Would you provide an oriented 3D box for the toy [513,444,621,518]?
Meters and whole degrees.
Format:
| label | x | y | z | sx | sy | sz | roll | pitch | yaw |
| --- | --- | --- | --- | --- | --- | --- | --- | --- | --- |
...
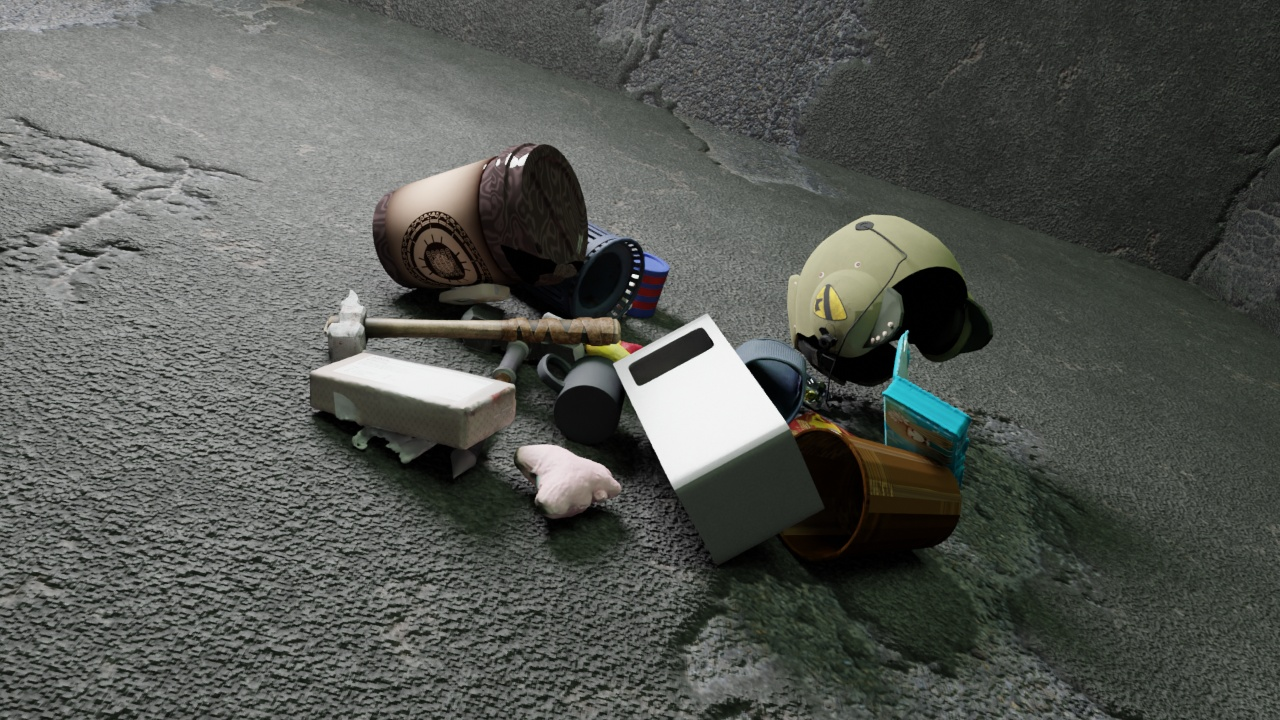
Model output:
| label | x | y | z | sx | sy | sz | roll | pitch | yaw |
| --- | --- | --- | --- | --- | --- | --- | --- | --- | --- |
| toy | -0.065 | 0.115 | 0.867 | 0.095 | 0.053 | 0.099 | 6 | 26 | -31 |

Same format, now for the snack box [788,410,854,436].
| label | x | y | z | sx | sy | sz | roll | pitch | yaw |
| --- | --- | --- | --- | --- | --- | --- | --- | --- | --- |
| snack box | 0.214 | 0.105 | 1.130 | 0.089 | 0.021 | 0.132 | 32 | 27 | 27 |

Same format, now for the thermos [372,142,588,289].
| label | x | y | z | sx | sy | sz | roll | pitch | yaw |
| --- | --- | --- | --- | --- | --- | --- | --- | --- | --- |
| thermos | -0.202 | -0.167 | 1.140 | 0.227 | 0.173 | 0.172 | -6 | 15 | 24 |

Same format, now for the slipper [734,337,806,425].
| label | x | y | z | sx | sy | sz | roll | pitch | yaw |
| --- | --- | --- | --- | --- | --- | --- | --- | --- | --- |
| slipper | 0.144 | 0.037 | 1.082 | 0.101 | 0.083 | 0.262 | 22 | 41 | 3 |

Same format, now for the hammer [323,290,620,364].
| label | x | y | z | sx | sy | sz | roll | pitch | yaw |
| --- | --- | --- | --- | --- | --- | --- | --- | --- | --- |
| hammer | -0.182 | -0.035 | 1.011 | 0.318 | 0.049 | 0.121 | 1 | 29 | -7 |

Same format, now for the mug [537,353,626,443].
| label | x | y | z | sx | sy | sz | roll | pitch | yaw |
| --- | --- | --- | --- | --- | --- | --- | --- | --- | --- |
| mug | -0.067 | 0.032 | 1.001 | 0.105 | 0.071 | 0.077 | 37 | 22 | -11 |

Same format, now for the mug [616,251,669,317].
| label | x | y | z | sx | sy | sz | roll | pitch | yaw |
| --- | --- | --- | --- | --- | --- | --- | --- | --- | --- |
| mug | -0.009 | -0.108 | 1.343 | 0.075 | 0.076 | 0.111 | 23 | 25 | 8 |

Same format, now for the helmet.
| label | x | y | z | sx | sy | sz | roll | pitch | yaw |
| --- | --- | --- | --- | --- | --- | --- | --- | --- | --- |
| helmet | 0.309 | -0.060 | 1.217 | 0.249 | 0.256 | 0.233 | 3 | 31 | -33 |

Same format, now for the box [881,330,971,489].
| label | x | y | z | sx | sy | sz | roll | pitch | yaw |
| --- | --- | --- | --- | --- | --- | --- | --- | --- | --- |
| box | 0.314 | 0.068 | 1.064 | 0.083 | 0.227 | 0.172 | -22 | 59 | 4 |

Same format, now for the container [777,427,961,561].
| label | x | y | z | sx | sy | sz | roll | pitch | yaw |
| --- | --- | --- | --- | --- | --- | --- | --- | --- | --- |
| container | 0.240 | 0.143 | 0.957 | 0.167 | 0.132 | 0.132 | 9 | 26 | -34 |

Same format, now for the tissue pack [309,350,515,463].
| label | x | y | z | sx | sy | sz | roll | pitch | yaw |
| --- | --- | --- | --- | --- | --- | --- | --- | --- | --- |
| tissue pack | -0.222 | 0.044 | 0.879 | 0.181 | 0.071 | 0.103 | 14 | 20 | 18 |

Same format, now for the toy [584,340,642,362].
| label | x | y | z | sx | sy | sz | roll | pitch | yaw |
| --- | --- | --- | --- | --- | --- | --- | --- | --- | --- |
| toy | -0.007 | 0.007 | 1.126 | 0.137 | 0.067 | 0.105 | 24 | -1 | 3 |

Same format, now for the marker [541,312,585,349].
| label | x | y | z | sx | sy | sz | roll | pitch | yaw |
| --- | --- | --- | --- | --- | --- | --- | --- | --- | --- |
| marker | -0.070 | -0.027 | 1.192 | 0.126 | 0.025 | 0.025 | 23 | 25 | 9 |

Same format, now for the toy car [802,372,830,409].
| label | x | y | z | sx | sy | sz | roll | pitch | yaw |
| --- | --- | --- | --- | --- | --- | --- | --- | --- | --- |
| toy car | 0.215 | 0.028 | 1.269 | 0.105 | 0.033 | 0.047 | 41 | 33 | 9 |

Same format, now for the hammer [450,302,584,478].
| label | x | y | z | sx | sy | sz | roll | pitch | yaw |
| --- | --- | --- | --- | --- | --- | --- | --- | --- | --- |
| hammer | -0.156 | 0.036 | 0.988 | 0.156 | 0.043 | 0.321 | 18 | 27 | -3 |

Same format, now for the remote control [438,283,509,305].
| label | x | y | z | sx | sy | sz | roll | pitch | yaw |
| --- | --- | --- | --- | --- | --- | --- | --- | --- | --- |
| remote control | -0.207 | -0.080 | 1.140 | 0.038 | 0.018 | 0.126 | 6 | -5 | -39 |

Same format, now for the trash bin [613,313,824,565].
| label | x | y | z | sx | sy | sz | roll | pitch | yaw |
| --- | --- | --- | --- | --- | --- | --- | --- | --- | --- |
| trash bin | 0.072 | 0.071 | 0.925 | 0.114 | 0.114 | 0.228 | -28 | 34 | 0 |

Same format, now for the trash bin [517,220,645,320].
| label | x | y | z | sx | sy | sz | roll | pitch | yaw |
| --- | --- | --- | --- | --- | --- | --- | --- | --- | --- |
| trash bin | -0.131 | -0.155 | 1.281 | 0.249 | 0.139 | 0.139 | 32 | 27 | 29 |
